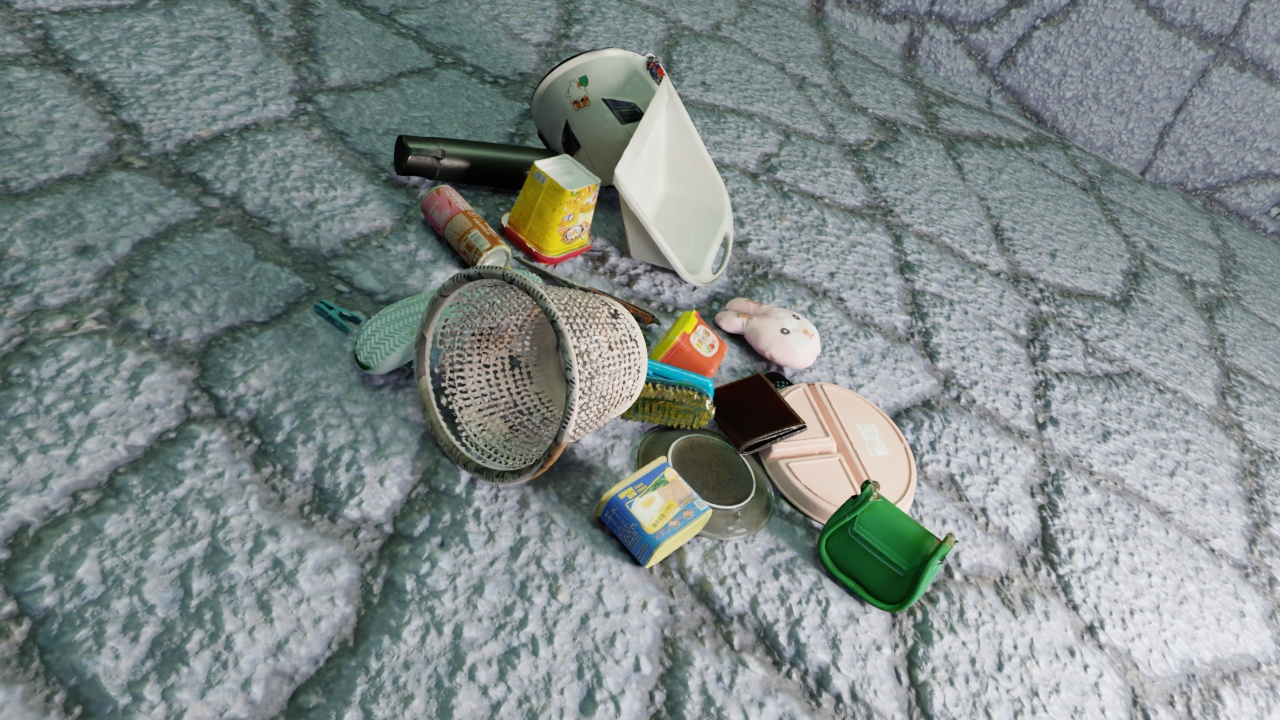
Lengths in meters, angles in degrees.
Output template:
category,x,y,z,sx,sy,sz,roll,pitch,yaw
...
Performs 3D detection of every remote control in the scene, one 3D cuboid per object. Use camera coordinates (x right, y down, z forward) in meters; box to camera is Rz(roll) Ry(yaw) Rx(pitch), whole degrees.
category,x,y,z,sx,sy,sz,roll,pitch,yaw
remote control,0.216,0.068,1.252,0.053,0.024,0.136,-23,61,-43

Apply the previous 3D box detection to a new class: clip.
category,x,y,z,sx,sy,sz,roll,pitch,yaw
clip,-0.358,-0.053,1.078,0.055,0.013,0.038,28,37,4

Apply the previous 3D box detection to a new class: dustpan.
category,x,y,z,sx,sy,sz,roll,pitch,yaw
dustpan,0.069,-0.244,1.378,0.143,0.258,0.222,16,57,12

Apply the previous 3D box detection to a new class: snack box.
category,x,y,z,sx,sy,sz,roll,pitch,yaw
snack box,0.064,-0.008,1.217,0.080,0.082,0.091,39,38,-4

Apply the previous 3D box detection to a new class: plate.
category,x,y,z,sx,sy,sz,roll,pitch,yaw
plate,0.258,0.117,1.189,0.229,0.028,0.229,13,47,-14
plate,0.081,0.136,1.095,0.179,0.024,0.179,16,38,-13

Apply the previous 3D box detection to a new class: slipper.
category,x,y,z,sx,sy,sz,roll,pitch,yaw
slipper,-0.221,-0.041,1.085,0.244,0.074,0.104,-26,36,-28

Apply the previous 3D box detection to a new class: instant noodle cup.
category,x,y,z,sx,sy,sz,roll,pitch,yaw
instant noodle cup,-0.122,-0.220,1.318,0.116,0.124,0.115,40,40,19

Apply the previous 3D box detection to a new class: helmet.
category,x,y,z,sx,sy,sz,roll,pitch,yaw
helmet,-0.040,-0.365,1.467,0.156,0.230,0.273,68,17,12

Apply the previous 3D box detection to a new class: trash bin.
category,x,y,z,sx,sy,sz,roll,pitch,yaw
trash bin,-0.103,0.006,1.012,0.227,0.228,0.191,44,28,22

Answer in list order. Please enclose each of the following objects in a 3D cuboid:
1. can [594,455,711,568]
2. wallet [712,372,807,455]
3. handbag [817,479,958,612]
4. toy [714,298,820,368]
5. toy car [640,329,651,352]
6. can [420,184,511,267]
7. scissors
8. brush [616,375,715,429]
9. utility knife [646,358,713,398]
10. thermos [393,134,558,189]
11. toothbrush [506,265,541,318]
category,x,y,z,sx,sy,sz,roll,pitch,yaw
can,0.015,0.164,0.993,0.101,0.057,0.083,-27,64,-38
wallet,0.142,0.065,1.172,0.096,0.020,0.122,-19,39,-13
handbag,0.277,0.209,1.043,0.131,0.120,0.067,36,33,17
toy,0.190,-0.044,1.351,0.159,0.054,0.121,25,36,13
toy car,-0.031,-0.031,1.221,0.090,0.035,0.042,32,33,26
can,-0.239,-0.176,1.254,0.057,0.058,0.147,-19,56,-43
scissors,-0.077,-0.096,1.261,0.202,0.015,0.204,17,13,-32
brush,0.020,0.047,1.140,0.144,0.055,0.073,9,12,-10
utility knife,-0.007,0.007,1.182,0.216,0.034,0.018,19,33,4
thermos,-0.240,-0.295,1.378,0.242,0.068,0.090,-1,10,-30
toothbrush,-0.175,-0.120,1.258,0.015,0.017,0.190,-9,49,-36
